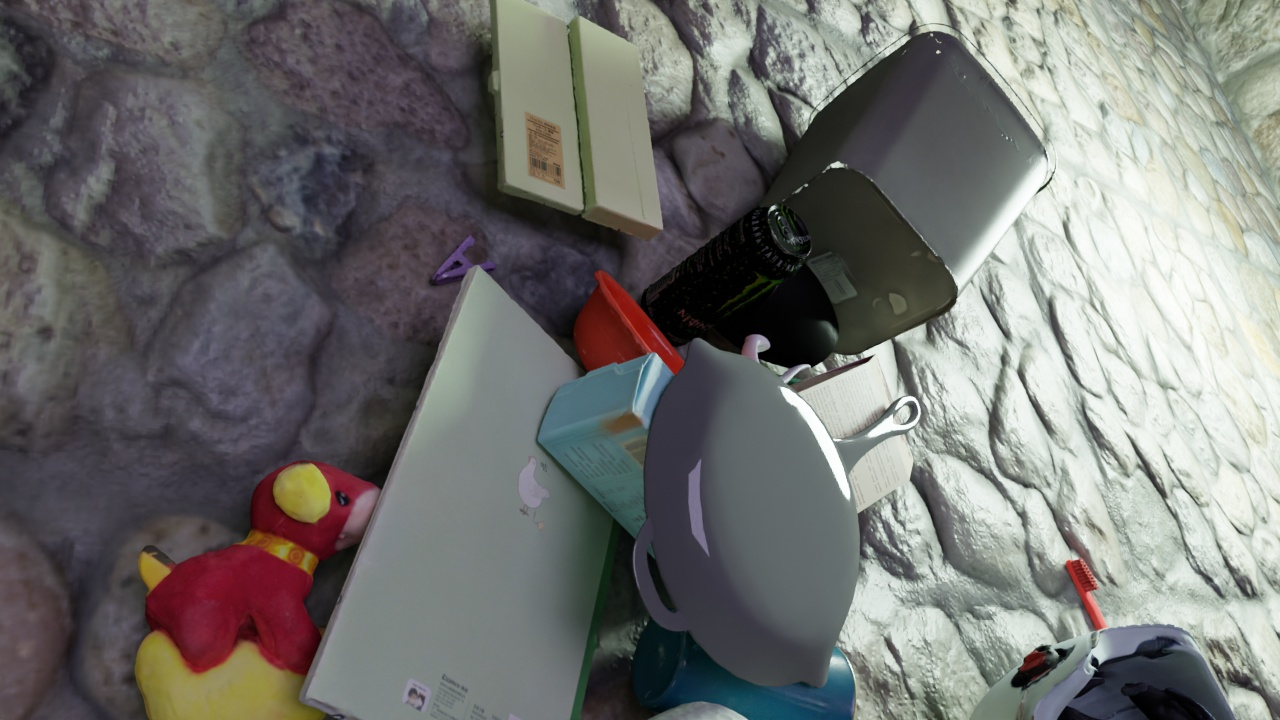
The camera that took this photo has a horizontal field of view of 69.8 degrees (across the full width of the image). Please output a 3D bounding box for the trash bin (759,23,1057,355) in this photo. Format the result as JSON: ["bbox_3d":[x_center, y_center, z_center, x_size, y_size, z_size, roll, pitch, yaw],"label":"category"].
[{"bbox_3d":[0.220,-0.140,0.816,0.197,0.198,0.219,46,51,-9],"label":"trash bin"}]

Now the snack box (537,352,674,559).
[{"bbox_3d":[0.022,0.076,0.566,0.174,0.075,0.053,50,40,-27],"label":"snack box"}]

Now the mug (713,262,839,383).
[{"bbox_3d":[0.107,-0.025,0.720,0.100,0.085,0.118,35,48,-35],"label":"mug"}]

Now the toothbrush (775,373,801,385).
[{"bbox_3d":[0.141,0.027,0.765,0.189,0.016,0.017,12,63,-35],"label":"toothbrush"}]

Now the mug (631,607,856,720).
[{"bbox_3d":[0.060,0.196,0.561,0.121,0.078,0.078,24,52,-22],"label":"mug"}]

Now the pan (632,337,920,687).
[{"bbox_3d":[0.115,0.073,0.583,0.353,0.024,0.216,-20,90,-50],"label":"pan"}]

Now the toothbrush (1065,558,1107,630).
[{"bbox_3d":[0.466,0.292,0.882,0.012,0.018,0.212,-8,71,-42],"label":"toothbrush"}]

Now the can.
[{"bbox_3d":[0.057,-0.059,0.656,0.054,0.138,0.053,21,53,-32],"label":"can"}]

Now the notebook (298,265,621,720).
[{"bbox_3d":[-0.070,0.095,0.510,0.182,0.010,0.251,47,42,-37],"label":"notebook"}]

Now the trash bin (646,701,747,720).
[{"bbox_3d":[-0.006,0.246,0.439,0.161,0.134,0.133,-10,73,-48],"label":"trash bin"}]

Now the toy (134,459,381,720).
[{"bbox_3d":[-0.177,0.109,0.423,0.105,0.067,0.137,31,61,-26],"label":"toy"}]

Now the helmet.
[{"bbox_3d":[0.312,0.317,0.636,0.263,0.164,0.236,-15,72,-37],"label":"helmet"}]

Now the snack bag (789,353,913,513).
[{"bbox_3d":[0.143,0.061,0.696,0.205,0.070,0.094,-18,89,-44],"label":"snack bag"}]

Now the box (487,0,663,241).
[{"bbox_3d":[-0.050,-0.186,0.687,0.137,0.024,0.186,13,58,-32],"label":"box"}]

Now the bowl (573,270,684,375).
[{"bbox_3d":[-0.004,0.004,0.610,0.130,0.045,0.130,50,8,-10],"label":"bowl"}]

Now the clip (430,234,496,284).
[{"bbox_3d":[-0.114,-0.061,0.604,0.046,0.014,0.050,33,45,-25],"label":"clip"}]
